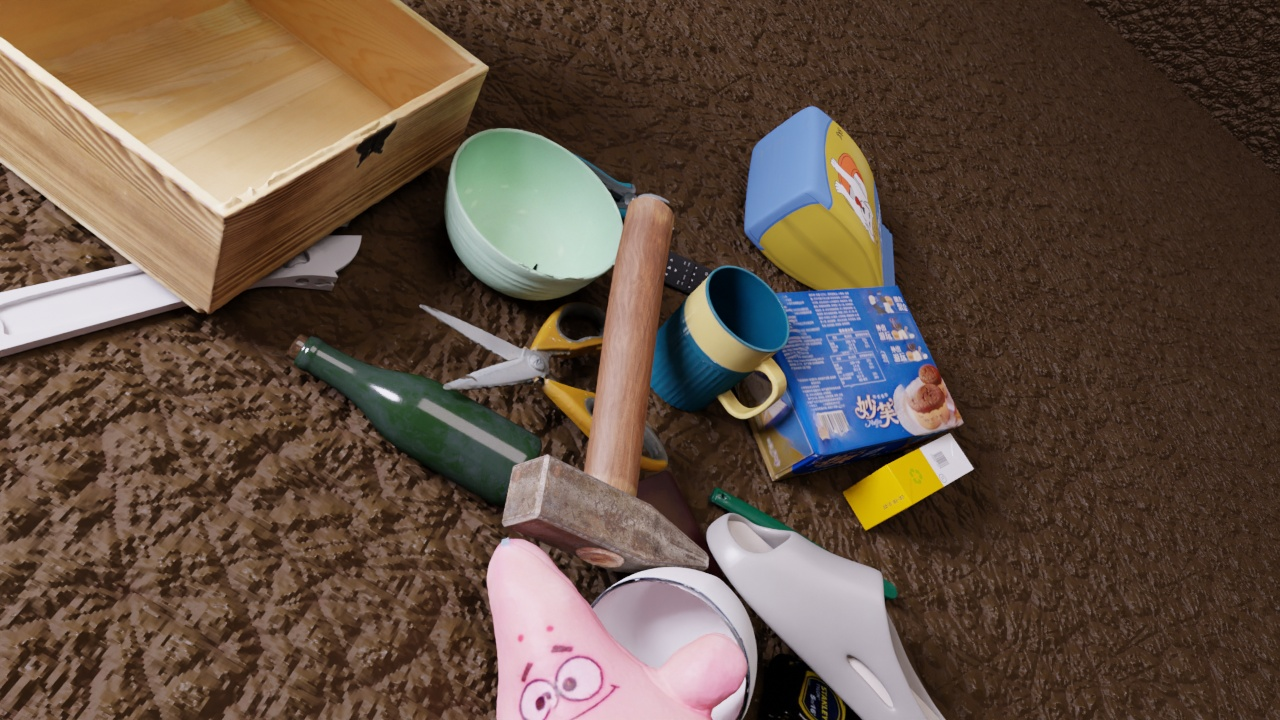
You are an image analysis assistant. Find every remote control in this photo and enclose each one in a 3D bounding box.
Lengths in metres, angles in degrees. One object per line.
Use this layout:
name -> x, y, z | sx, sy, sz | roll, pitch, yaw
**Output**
remote control -> 0.003, -0.096, 0.847 | 0.140, 0.009, 0.030 | 21, 86, -23

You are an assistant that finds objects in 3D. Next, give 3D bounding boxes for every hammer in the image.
hammer -> -0.004, 0.004, 0.676 | 0.158, 0.037, 0.300 | 32, 52, -36

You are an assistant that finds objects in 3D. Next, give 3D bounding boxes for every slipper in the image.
slipper -> 0.166, 0.199, 0.682 | 0.266, 0.081, 0.112 | 47, 13, 1

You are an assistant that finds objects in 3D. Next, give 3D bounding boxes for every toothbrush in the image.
toothbrush -> 0.137, 0.156, 0.767 | 0.189, 0.017, 0.016 | 31, 46, -13

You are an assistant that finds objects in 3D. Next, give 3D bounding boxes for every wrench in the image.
wrench -> -0.304, -0.061, 0.594 | 0.272, 0.018, 0.086 | -24, 75, -44

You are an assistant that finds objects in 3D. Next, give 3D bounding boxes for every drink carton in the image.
drink carton -> 0.252, 0.111, 0.854 | 0.122, 0.059, 0.040 | -15, 69, -43

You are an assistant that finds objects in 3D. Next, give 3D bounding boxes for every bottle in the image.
bottle -> -0.152, 0.034, 0.611 | 0.174, 0.055, 0.055 | 32, 45, -13

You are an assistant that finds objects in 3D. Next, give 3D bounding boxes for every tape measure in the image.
tape measure -> 0.118, 0.251, 0.665 | 0.061, 0.034, 0.061 | 32, 31, -4

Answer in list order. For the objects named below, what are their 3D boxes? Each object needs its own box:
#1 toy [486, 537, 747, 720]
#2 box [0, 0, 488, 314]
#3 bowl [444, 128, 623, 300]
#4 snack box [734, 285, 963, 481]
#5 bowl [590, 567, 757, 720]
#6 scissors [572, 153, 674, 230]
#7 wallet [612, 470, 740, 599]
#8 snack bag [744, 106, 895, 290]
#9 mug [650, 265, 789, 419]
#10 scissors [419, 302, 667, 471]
toy -> -0.029, 0.210, 0.533 | 0.192, 0.097, 0.236 | -26, 73, -9
box -> -0.259, -0.273, 0.560 | 0.284, 0.325, 0.278 | 35, 45, 2
bowl -> -0.095, -0.106, 0.741 | 0.150, 0.077, 0.150 | 20, 49, -24
snack box -> 0.185, 0.015, 0.855 | 0.202, 0.069, 0.155 | -7, 67, -37
bowl -> 0.024, 0.186, 0.595 | 0.116, 0.116, 0.065 | 54, 22, 9
scissors -> -0.036, -0.161, 0.870 | 0.153, 0.019, 0.124 | -28, 79, -47
wallet -> 0.016, 0.146, 0.684 | 0.091, 0.018, 0.115 | -17, 74, -43
snack bag -> 0.216, -0.149, 1.002 | 0.205, 0.103, 0.158 | 37, 43, -26
mug -> 0.069, -0.003, 0.766 | 0.083, 0.108, 0.113 | -26, 76, -47
scissors -> -0.059, 0.016, 0.686 | 0.216, 0.016, 0.224 | 52, 29, 8
